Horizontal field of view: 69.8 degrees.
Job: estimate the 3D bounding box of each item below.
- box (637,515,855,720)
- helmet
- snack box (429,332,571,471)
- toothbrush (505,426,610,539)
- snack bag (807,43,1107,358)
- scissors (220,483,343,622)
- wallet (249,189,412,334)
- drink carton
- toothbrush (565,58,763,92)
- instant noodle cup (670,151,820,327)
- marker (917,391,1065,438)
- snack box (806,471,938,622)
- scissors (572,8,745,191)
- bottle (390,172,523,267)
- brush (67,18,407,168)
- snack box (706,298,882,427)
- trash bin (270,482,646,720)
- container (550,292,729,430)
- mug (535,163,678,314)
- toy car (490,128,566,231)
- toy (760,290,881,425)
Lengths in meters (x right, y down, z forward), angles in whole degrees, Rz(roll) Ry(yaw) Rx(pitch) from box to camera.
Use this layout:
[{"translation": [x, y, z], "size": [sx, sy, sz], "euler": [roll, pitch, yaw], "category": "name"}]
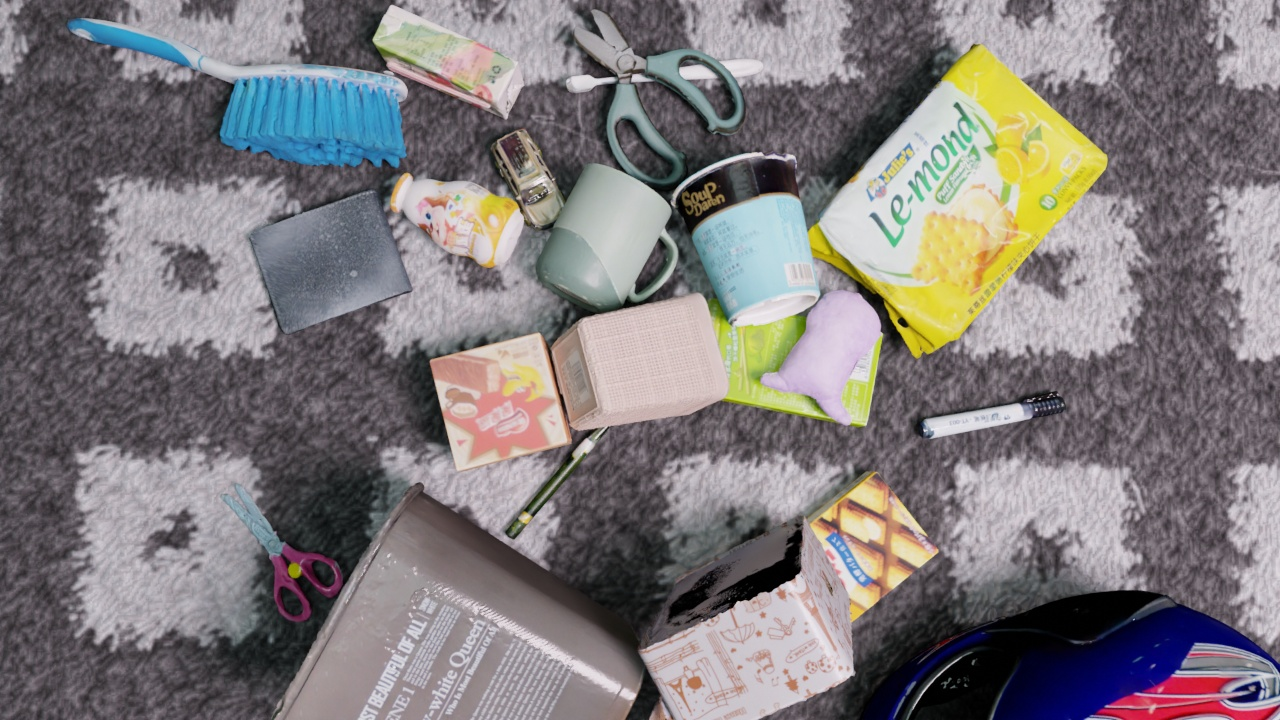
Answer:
[{"translation": [0.096, 0.246, 0.684], "size": [0.158, 0.180, 0.217], "euler": [-18, 88, 11], "category": "box"}, {"translation": [0.336, 0.306, 0.678], "size": [0.315, 0.240, 0.247], "euler": [-13, 84, -2], "category": "helmet"}, {"translation": [-0.114, 0.036, 0.767], "size": [0.093, 0.077, 0.094], "euler": [-14, 86, -3], "category": "snack box"}, {"translation": [-0.056, 0.080, 0.798], "size": [0.017, 0.012, 0.185], "euler": [40, 85, 8], "category": "toothbrush"}, {"translation": [0.270, -0.139, 0.797], "size": [0.158, 0.068, 0.246], "euler": [42, 85, 1], "category": "snack bag"}, {"translation": [-0.318, 0.165, 0.785], "size": [0.137, 0.017, 0.072], "euler": [41, 95, 6], "category": "scissors"}, {"translation": [-0.272, -0.086, 0.804], "size": [0.121, 0.019, 0.097], "euler": [-20, 87, -1], "category": "wallet"}, {"translation": [-0.167, -0.258, 0.803], "size": [0.122, 0.053, 0.045], "euler": [24, 85, 1], "category": "drink carton"}, {"translation": [0.022, -0.257, 0.829], "size": [0.180, 0.016, 0.016], "euler": [-7, 95, -4], "category": "toothbrush"}, {"translation": [0.093, -0.094, 0.761], "size": [0.111, 0.111, 0.120], "euler": [-15, 79, -3], "category": "instant noodle cup"}, {"translation": [0.309, 0.048, 0.808], "size": [0.130, 0.018, 0.022], "euler": [-10, 77, -3], "category": "marker"}, {"translation": [0.172, 0.170, 0.787], "size": [0.140, 0.034, 0.087], "euler": [-37, 86, -2], "category": "snack box"}, {"translation": [-0.002, -0.227, 0.810], "size": [0.179, 0.019, 0.161], "euler": [30, 92, -8], "category": "scissors"}, {"translation": [-0.158, -0.124, 0.787], "size": [0.108, 0.063, 0.063], "euler": [23, 85, 1], "category": "bottle"}, {"translation": [-0.354, -0.236, 0.800], "size": [0.314, 0.060, 0.109], "euler": [4, 80, 1], "category": "brush"}, {"translation": [0.126, 0.002, 0.802], "size": [0.156, 0.026, 0.085], "euler": [10, 85, -1], "category": "snack box"}, {"translation": [-0.131, 0.233, 0.700], "size": [0.220, 0.199, 0.199], "euler": [29, 85, -5], "category": "trash bin"}, {"translation": [-0.004, 0.004, 0.746], "size": [0.110, 0.090, 0.090], "euler": [-10, 80, -26], "category": "container"}, {"translation": [-0.023, -0.094, 0.784], "size": [0.111, 0.082, 0.106], "euler": [29, 84, -25], "category": "mug"}, {"translation": [-0.097, -0.158, 0.806], "size": [0.042, 0.035, 0.090], "euler": [-28, 89, -3], "category": "toy car"}, {"translation": [0.162, -0.008, 0.770], "size": [0.084, 0.039, 0.108], "euler": [30, 82, 1], "category": "toy"}]
